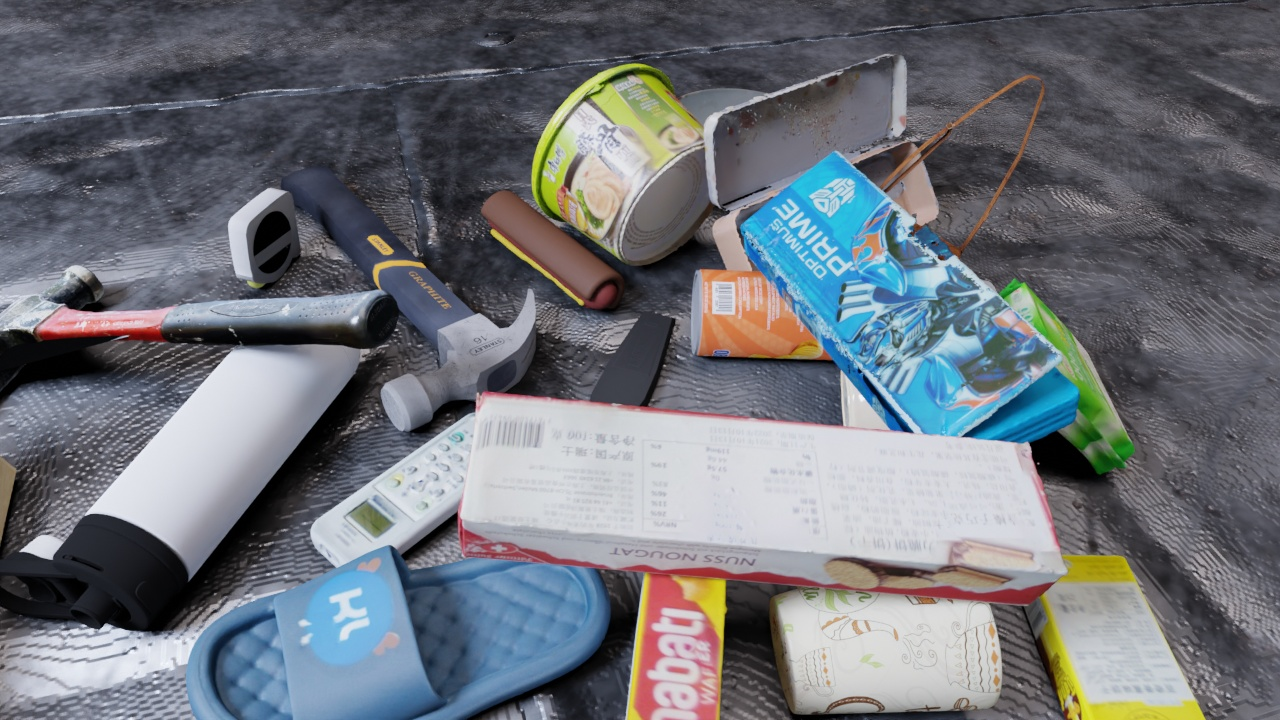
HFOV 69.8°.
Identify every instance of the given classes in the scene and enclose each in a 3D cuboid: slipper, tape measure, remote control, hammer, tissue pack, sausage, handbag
[{"bbox_3d":[-0.118,0.141,0.468,0.213,0.059,0.103,-10,47,-16],"label":"slipper"},{"bbox_3d":[-0.286,-0.092,0.703,0.017,0.064,0.064,13,37,10],"label":"tape measure"},{"bbox_3d":[-0.132,0.081,0.556,0.050,0.022,0.133,32,50,27],"label":"remote control"},{"bbox_3d":[-0.197,-0.070,0.707,0.139,0.035,0.312,-27,51,-31],"label":"hammer"},{"bbox_3d":[0.278,0.011,0.608,0.099,0.034,0.113,38,33,-28],"label":"tissue pack"},{"bbox_3d":[-0.294,-0.016,0.569,0.327,0.036,0.140,-1,40,24],"label":"hammer"},{"bbox_3d":[-0.072,-0.087,0.730,0.040,0.040,0.155,-29,52,-30],"label":"sausage"},{"bbox_3d":[0.222,-0.117,0.665,0.093,0.196,0.043,26,33,-17],"label":"handbag"},{"bbox_3d":[-0.004,0.004,0.656,0.039,0.010,0.124,14,43,11],"label":"remote control"}]

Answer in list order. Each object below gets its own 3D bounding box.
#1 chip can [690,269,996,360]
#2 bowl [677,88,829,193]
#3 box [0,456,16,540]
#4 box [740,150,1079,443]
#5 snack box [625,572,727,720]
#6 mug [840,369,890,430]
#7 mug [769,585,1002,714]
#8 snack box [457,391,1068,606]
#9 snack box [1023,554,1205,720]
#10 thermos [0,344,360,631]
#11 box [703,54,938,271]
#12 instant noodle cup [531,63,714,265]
[{"bbox_3d":[0.144,-0.031,0.665,0.210,0.062,0.062,2,43,-2],"label":"chip can"},{"bbox_3d":[0.093,-0.192,0.836,0.150,0.057,0.150,3,39,-2],"label":"bowl"},{"bbox_3d":[-0.401,0.117,0.423,0.148,0.141,0.248,-4,43,-20],"label":"box"},{"bbox_3d":[0.150,-0.041,0.562,0.091,0.066,0.243,-24,44,-6],"label":"box"},{"bbox_3d":[0.018,0.138,0.454,0.042,0.092,0.200,6,43,3],"label":"snack box"},{"bbox_3d":[0.186,0.023,0.606,0.104,0.085,0.111,-4,14,7],"label":"mug"},{"bbox_3d":[0.117,0.126,0.481,0.097,0.081,0.121,-8,60,-2],"label":"mug"},{"bbox_3d":[0.055,0.066,0.436,0.273,0.044,0.076,5,49,-4],"label":"snack box"},{"bbox_3d":[0.252,0.171,0.483,0.061,0.026,0.148,1,43,-3],"label":"snack box"},{"bbox_3d":[-0.266,0.053,0.548,0.101,0.069,0.229,7,43,16],"label":"thermos"},{"bbox_3d":[0.147,-0.149,0.736,0.216,0.157,0.063,-26,28,-28],"label":"box"},{"bbox_3d":[-0.004,-0.149,0.729,0.145,0.146,0.098,-30,63,-31],"label":"instant noodle cup"}]
